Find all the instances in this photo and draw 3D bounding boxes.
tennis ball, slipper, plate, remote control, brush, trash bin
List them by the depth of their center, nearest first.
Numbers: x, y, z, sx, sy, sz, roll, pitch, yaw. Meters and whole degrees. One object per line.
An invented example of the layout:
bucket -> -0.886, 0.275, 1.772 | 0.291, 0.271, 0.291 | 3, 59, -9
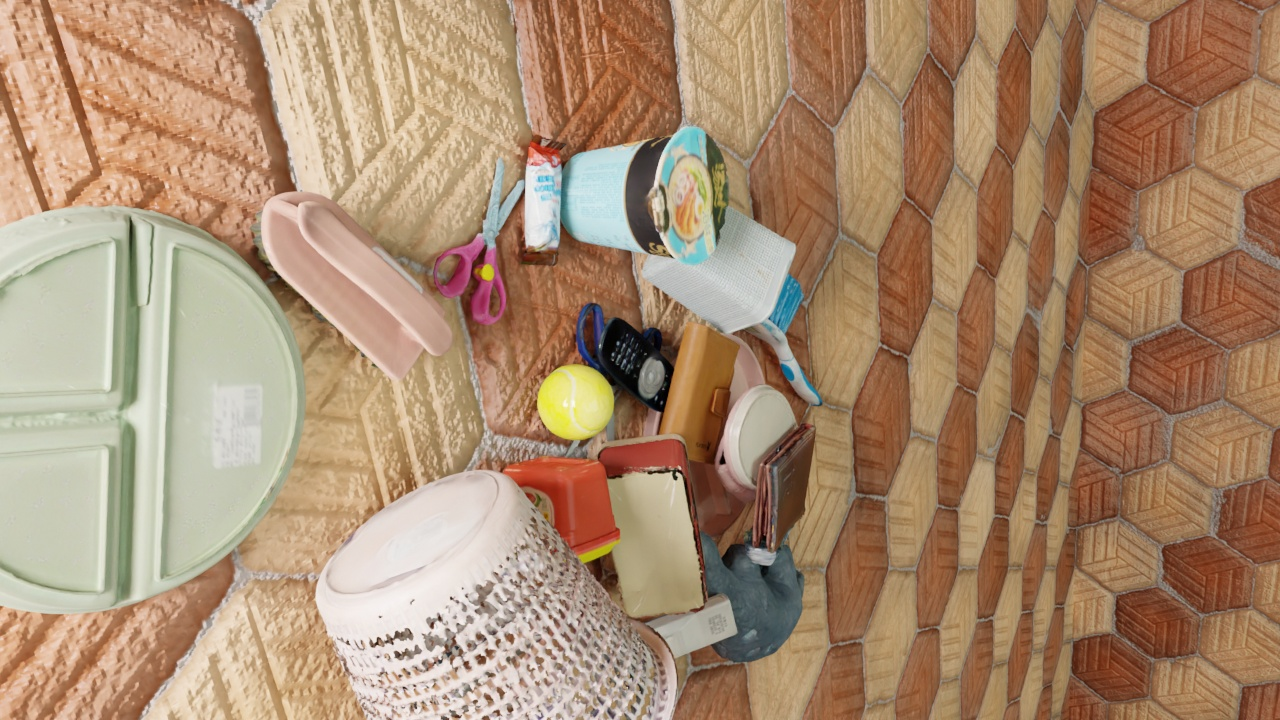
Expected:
plate -> -0.287, 0.030, 0.513 | 0.229, 0.027, 0.230 | -15, 109, -51
brush -> -0.185, -0.052, 0.595 | 0.145, 0.073, 0.063 | 53, 57, -42
trash bin -> -0.113, 0.194, 0.642 | 0.226, 0.228, 0.192 | -44, 116, -40
tennis ball -> -0.056, 0.036, 0.787 | 0.065, 0.066, 0.065 | -13, 107, -51
remote control -> -0.005, 0.005, 0.860 | 0.136, 0.024, 0.053 | 43, 62, -48
remote control -> 0.036, 0.280, 0.933 | 0.125, 0.024, 0.049 | -20, 118, -8
plate -> 0.072, 0.084, 0.998 | 0.228, 0.028, 0.229 | -11, 105, -51
slipper -> 0.130, 0.100, 1.005 | 0.274, 0.054, 0.114 | 44, 64, -60
brush -> 0.166, -0.033, 1.085 | 0.314, 0.061, 0.109 | 28, 80, -54

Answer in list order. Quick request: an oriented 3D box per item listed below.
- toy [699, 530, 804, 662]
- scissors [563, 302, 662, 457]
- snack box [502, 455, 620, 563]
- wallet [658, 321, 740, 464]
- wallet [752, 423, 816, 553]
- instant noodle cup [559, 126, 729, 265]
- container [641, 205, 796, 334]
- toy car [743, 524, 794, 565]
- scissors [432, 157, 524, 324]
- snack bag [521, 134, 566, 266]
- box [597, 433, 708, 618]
toy -> 0.125, 0.275, 1.054 | 0.356, 0.092, 0.137 | 28, 63, -57
scissors -> -0.028, 0.020, 0.867 | 0.161, 0.012, 0.176 | -38, 127, -42
snack box -> -0.070, 0.123, 0.769 | 0.081, 0.091, 0.080 | -8, 95, -53
wallet -> 0.060, 0.036, 0.915 | 0.107, 0.031, 0.131 | 22, 82, -60
wallet -> 0.154, 0.132, 0.972 | 0.124, 0.032, 0.101 | -32, 129, -56
instant noodle cup -> -0.004, -0.139, 0.777 | 0.111, 0.121, 0.111 | -14, 108, -53
container -> 0.073, -0.096, 0.888 | 0.111, 0.090, 0.089 | 30, 69, -19
toy car -> 0.142, 0.192, 1.007 | 0.090, 0.043, 0.034 | -43, 131, -61
scissors -> -0.125, -0.099, 0.714 | 0.093, 0.017, 0.137 | 16, 79, -52
snack bag -> -0.080, -0.130, 0.755 | 0.048, 0.026, 0.104 | -7, 102, -58
box -> 0.010, 0.162, 0.858 | 0.076, 0.091, 0.168 | -87, 168, -63
